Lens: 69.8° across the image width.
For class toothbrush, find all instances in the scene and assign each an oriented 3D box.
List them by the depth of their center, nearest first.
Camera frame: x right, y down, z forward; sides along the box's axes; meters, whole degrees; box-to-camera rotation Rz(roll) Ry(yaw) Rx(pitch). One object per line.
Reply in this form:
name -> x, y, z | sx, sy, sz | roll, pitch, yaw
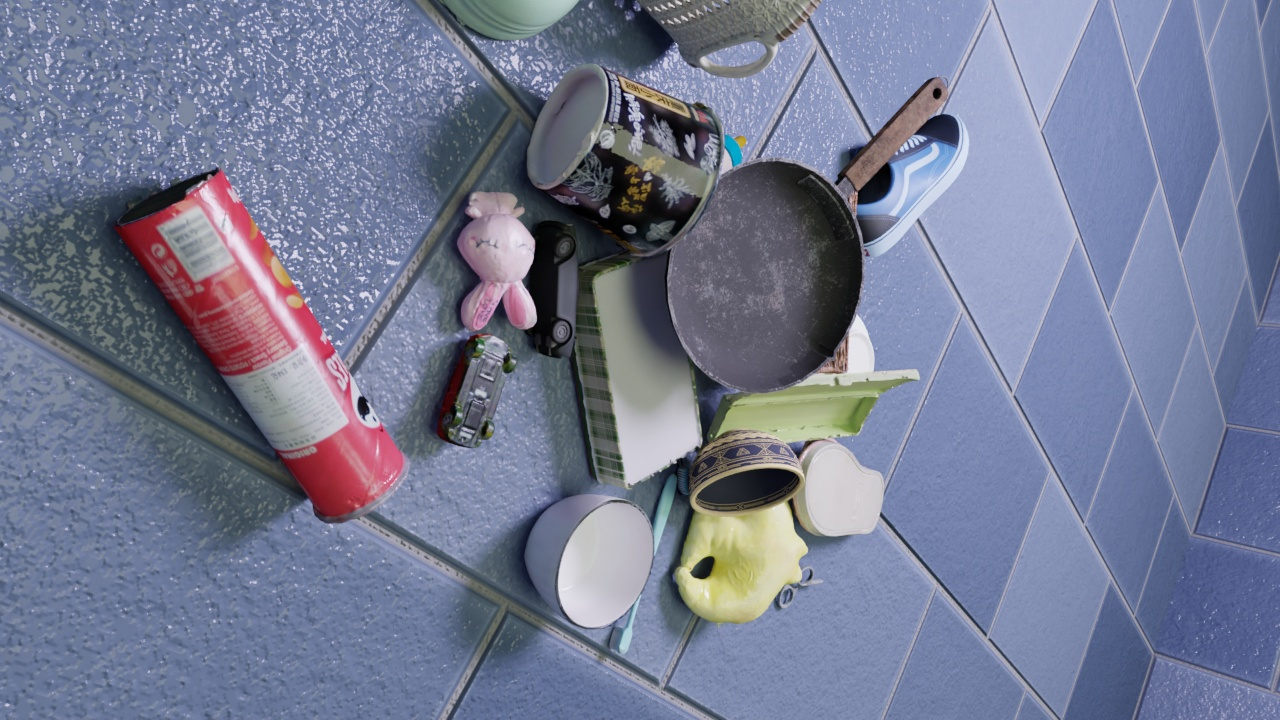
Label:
toothbrush -> 0.005, 0.198, 0.903 | 0.016, 0.017, 0.180 | 28, 76, -42
toothbrush -> 0.040, 0.046, 0.906 | 0.016, 0.017, 0.189 | -16, 109, -39

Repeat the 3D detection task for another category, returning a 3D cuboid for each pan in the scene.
pan -> 0.157, -0.129, 0.815 | 0.356, 0.040, 0.207 | -48, 116, -12

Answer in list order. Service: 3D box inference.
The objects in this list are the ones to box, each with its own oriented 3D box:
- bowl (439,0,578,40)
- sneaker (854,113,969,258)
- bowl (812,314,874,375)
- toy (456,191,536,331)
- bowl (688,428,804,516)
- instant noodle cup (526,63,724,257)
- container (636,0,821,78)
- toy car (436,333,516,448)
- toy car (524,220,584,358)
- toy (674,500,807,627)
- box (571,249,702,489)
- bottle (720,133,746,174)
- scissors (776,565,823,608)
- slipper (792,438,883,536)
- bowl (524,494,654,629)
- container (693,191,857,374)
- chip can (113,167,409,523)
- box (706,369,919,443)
bowl -> -0.084, -0.318, 0.672 | 0.150, 0.077, 0.151 | -9, 103, -44
sneaker -> 0.308, -0.233, 1.075 | 0.240, 0.083, 0.098 | -50, 129, -23
bowl -> 0.208, 0.003, 1.027 | 0.153, 0.073, 0.153 | -10, 105, -42
toy -> -0.110, -0.076, 0.714 | 0.063, 0.047, 0.110 | -11, 109, -34
bowl -> 0.099, 0.103, 0.903 | 0.112, 0.113, 0.061 | 27, 43, -44
instant noodle cup -> -0.019, -0.165, 0.736 | 0.112, 0.137, 0.137 | 20, 83, -35
container -> 0.084, -0.380, 0.762 | 0.142, 0.185, 0.246 | 27, 77, -34
toy car -> -0.130, 0.023, 0.719 | 0.042, 0.036, 0.091 | 27, 80, -44
toy car -> -0.070, -0.058, 0.756 | 0.034, 0.046, 0.112 | -6, 104, -43
toy -> 0.110, 0.199, 0.972 | 0.154, 0.065, 0.170 | 20, 80, -26
box -> -0.005, 0.005, 0.833 | 0.117, 0.050, 0.206 | -27, 117, -42
bottle -> 0.055, -0.175, 0.854 | 0.145, 0.051, 0.051 | -41, 124, -32
scissors -> 0.168, 0.231, 1.070 | 0.094, 0.014, 0.170 | -35, 123, -25
slipper -> 0.226, 0.154, 1.085 | 0.274, 0.054, 0.114 | 28, 74, -56
bowl -> -0.050, 0.170, 0.806 | 0.116, 0.066, 0.116 | -11, 105, -43
container -> 0.131, -0.080, 0.904 | 0.112, 0.114, 0.198 | -6, 101, -39
chip can -> -0.235, -0.004, 0.585 | 0.073, 0.073, 0.233 | -43, 124, -31
box -> 0.172, 0.042, 0.937 | 0.187, 0.141, 0.044 | -4, 63, -22
